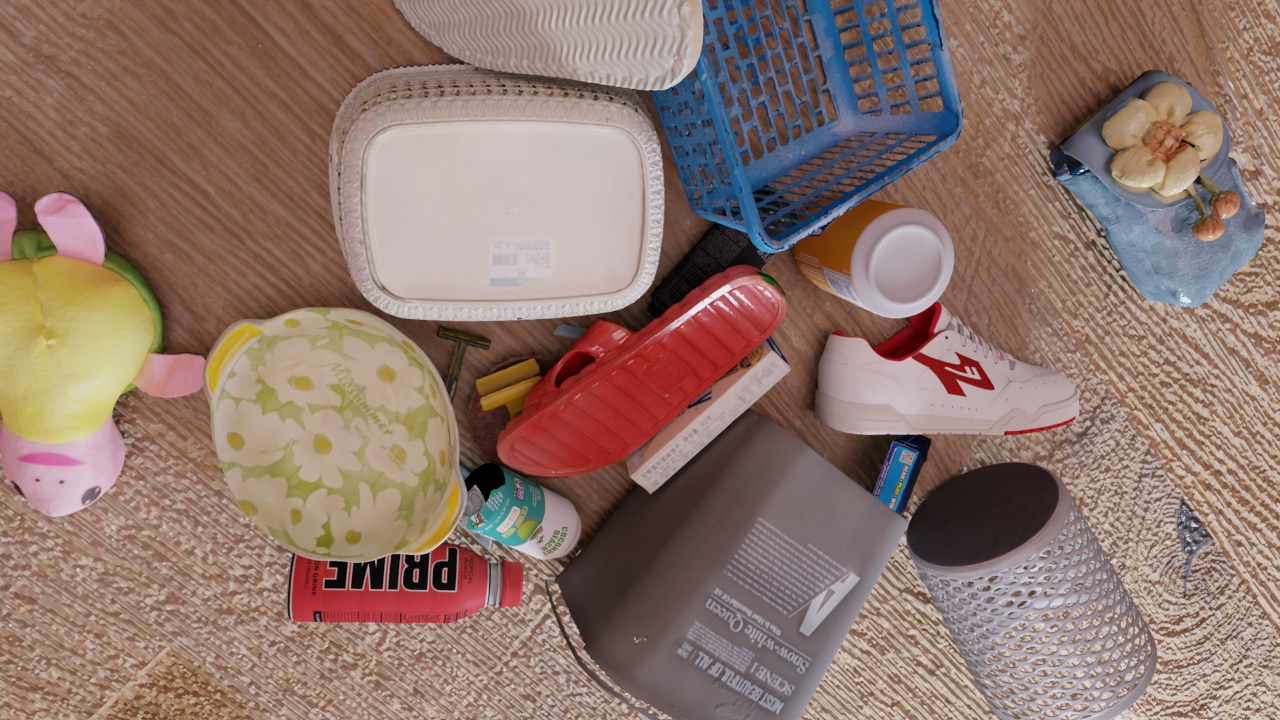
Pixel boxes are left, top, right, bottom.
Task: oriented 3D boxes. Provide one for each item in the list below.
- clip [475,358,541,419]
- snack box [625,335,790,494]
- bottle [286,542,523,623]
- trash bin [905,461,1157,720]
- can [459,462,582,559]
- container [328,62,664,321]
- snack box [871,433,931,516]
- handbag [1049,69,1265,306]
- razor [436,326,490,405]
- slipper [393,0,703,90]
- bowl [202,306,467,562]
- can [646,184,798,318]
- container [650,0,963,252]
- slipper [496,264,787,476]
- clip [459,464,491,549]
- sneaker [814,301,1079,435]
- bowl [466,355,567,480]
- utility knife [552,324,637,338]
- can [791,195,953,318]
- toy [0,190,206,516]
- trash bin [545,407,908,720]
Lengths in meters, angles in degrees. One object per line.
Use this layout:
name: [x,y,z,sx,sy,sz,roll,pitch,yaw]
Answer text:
clip: [-0.098,0.028,0.718,0.054,0.048,0.046,-21,82,-6]
snack box: [0.047,0.032,0.734,0.150,0.082,0.026,-44,114,12]
bottle: [-0.181,0.174,0.722,0.176,0.062,0.062,4,104,-12]
trash bin: [0.339,0.202,0.812,0.156,0.156,0.183,-33,106,-1]
can: [-0.097,0.124,0.741,0.055,0.055,0.101,-51,132,5]
container: [-0.097,-0.112,0.647,0.251,0.143,0.185,-2,110,-10]
snack box: [0.214,0.138,0.807,0.027,0.082,0.150,22,101,24]
handbag: [0.438,-0.137,0.758,0.122,0.118,0.192,-39,103,1]
razor: [-0.152,0.029,0.723,0.042,0.026,0.106,16,86,-17]
slipper: [-0.067,-0.237,0.583,0.053,0.273,0.115,-35,139,-37]
bowl: [-0.217,0.051,0.684,0.219,0.060,0.188,37,102,1]
can: [0.066,-0.078,0.734,0.054,0.054,0.138,41,94,-18]
container: [0.080,-0.280,0.621,0.256,0.089,0.362,-33,111,-34]
slipper: [-0.004,0.004,0.700,0.249,0.059,0.103,-35,136,11]
clip: [-0.166,0.105,0.753,0.164,0.030,0.173,9,104,-15]
sneaker: [0.267,0.004,0.785,0.236,0.090,0.104,0,99,-7]
bowl: [-0.084,0.044,0.752,0.114,0.026,0.102,18,100,-14]
utility knife: [0.000,-0.014,0.761,0.147,0.015,0.022,10,113,-10]
can: [0.173,-0.084,0.706,0.079,0.142,0.079,-3,105,-11]
toy: [-0.411,-0.001,0.645,0.189,0.088,0.238,-9,112,-29]
trash bin: [0.073,0.164,0.738,0.197,0.197,0.220,37,89,-18]
